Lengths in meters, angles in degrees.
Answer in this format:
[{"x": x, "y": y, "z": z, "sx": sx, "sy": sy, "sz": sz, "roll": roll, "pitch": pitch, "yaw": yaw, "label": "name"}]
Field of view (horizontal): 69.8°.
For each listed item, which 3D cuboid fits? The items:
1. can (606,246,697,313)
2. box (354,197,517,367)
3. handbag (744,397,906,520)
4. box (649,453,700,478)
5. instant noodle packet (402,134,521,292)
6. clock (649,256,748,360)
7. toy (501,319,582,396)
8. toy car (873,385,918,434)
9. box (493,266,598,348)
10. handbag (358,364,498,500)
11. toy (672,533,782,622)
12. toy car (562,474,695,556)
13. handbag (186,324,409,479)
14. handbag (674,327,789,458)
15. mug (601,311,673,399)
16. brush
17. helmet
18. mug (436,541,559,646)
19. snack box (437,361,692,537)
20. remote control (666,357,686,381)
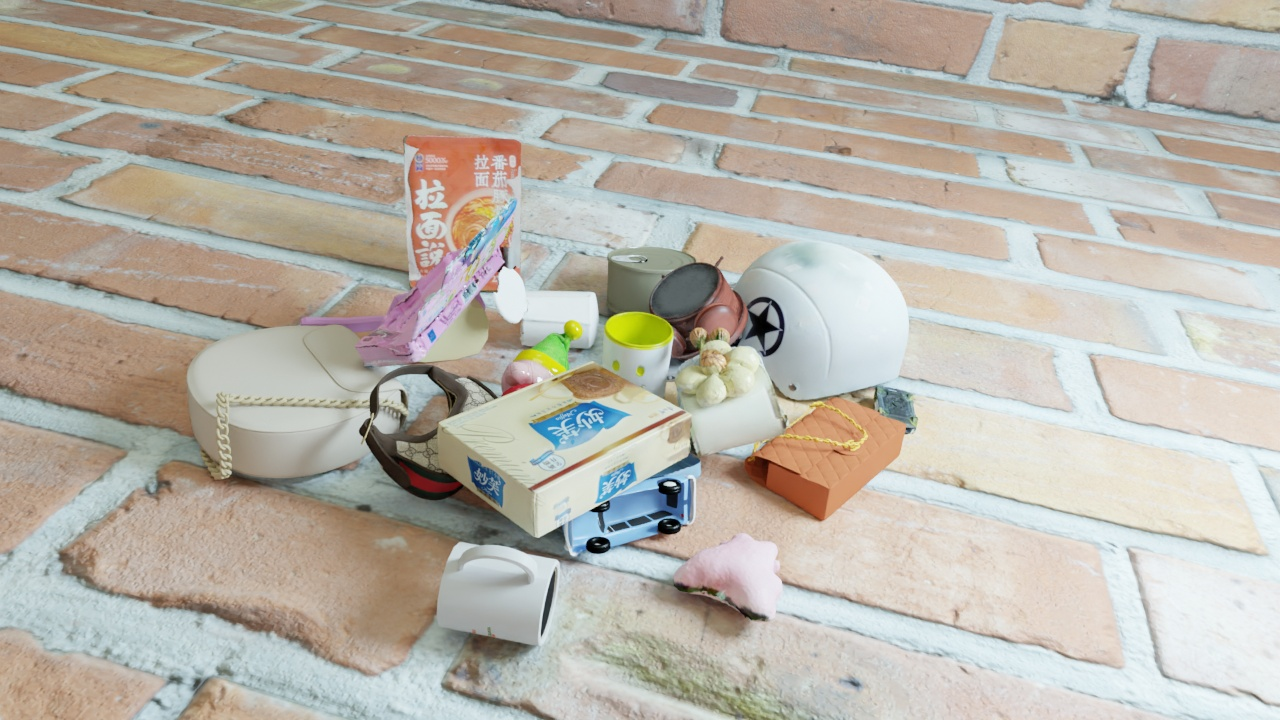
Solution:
[{"x": 0.015, "y": -0.112, "z": 1.313, "sx": 0.128, "sy": 0.073, "sz": 0.127, "roll": 3, "pitch": 21, "yaw": -1, "label": "can"}, {"x": -0.216, "y": -0.084, "z": 1.057, "sx": 0.066, "sy": 0.159, "sz": 0.229, "roll": 47, "pitch": 38, "yaw": -15, "label": "box"}, {"x": 0.213, "y": 0.098, "z": 1.049, "sx": 0.109, "sy": 0.060, "sz": 0.171, "roll": 25, "pitch": 36, "yaw": 34, "label": "handbag"}, {"x": -0.044, "y": 0.113, "z": 0.993, "sx": 0.209, "sy": 0.049, "sz": 0.120, "roll": -13, "pitch": 50, "yaw": -27, "label": "box"}, {"x": -0.252, "y": -0.215, "z": 1.316, "sx": 0.164, "sy": 0.221, "sz": 0.083, "roll": 2, "pitch": 31, "yaw": -7, "label": "instant noodle packet"}, {"x": 0.069, "y": -0.056, "z": 1.167, "sx": 0.121, "sy": 0.072, "sz": 0.157, "roll": -16, "pitch": 42, "yaw": 23, "label": "clock"}, {"x": -0.105, "y": 0.023, "z": 1.057, "sx": 0.097, "sy": 0.124, "sz": 0.131, "roll": -19, "pitch": 44, "yaw": 15, "label": "toy"}, {"x": 0.314, "y": 0.065, "z": 1.137, "sx": 0.048, "sy": 0.033, "sz": 0.105, "roll": 14, "pitch": 25, "yaw": 5, "label": "toy car"}, {"x": -0.121, "y": -0.067, "z": 1.188, "sx": 0.136, "sy": 0.144, "sz": 0.083, "roll": 1, "pitch": 75, "yaw": -4, "label": "box"}, {"x": -0.223, "y": 0.069, "z": 0.966, "sx": 0.138, "sy": 0.063, "sz": 0.166, "roll": 39, "pitch": 36, "yaw": -3, "label": "handbag"}, {"x": 0.091, "y": 0.200, "z": 0.869, "sx": 0.102, "sy": 0.050, "sz": 0.093, "roll": 17, "pitch": 37, "yaw": 23, "label": "toy"}, {"x": -0.013, "y": 0.151, "z": 0.921, "sx": 0.153, "sy": 0.056, "sz": 0.055, "roll": -8, "pitch": 16, "yaw": -31, "label": "toy car"}, {"x": -0.381, "y": 0.034, "z": 1.009, "sx": 0.208, "sy": 0.103, "sz": 0.211, "roll": -16, "pitch": 39, "yaw": -37, "label": "handbag"}, {"x": 0.092, "y": 0.026, "z": 1.039, "sx": 0.112, "sy": 0.123, "sz": 0.171, "roll": -16, "pitch": 22, "yaw": 4, "label": "handbag"}, {"x": -0.007, "y": 0.006, "z": 1.110, "sx": 0.082, "sy": 0.106, "sz": 0.082, "roll": 5, "pitch": 32, "yaw": -3, "label": "mug"}, {"x": -0.302, "y": -0.041, "z": 1.145, "sx": 0.228, "sy": 0.089, "sz": 0.043, "roll": -6, "pitch": 39, "yaw": -25, "label": "brush"}, {"x": 0.235, "y": -0.077, "z": 1.232, "sx": 0.236, "sy": 0.164, "sz": 0.264, "roll": -9, "pitch": 34, "yaw": -25, "label": "helmet"}, {"x": -0.122, "y": 0.194, "z": 0.793, "sx": 0.089, "sy": 0.105, "sz": 0.073, "roll": 9, "pitch": 45, "yaw": 5, "label": "mug"}, {"x": -0.073, "y": 0.079, "z": 0.913, "sx": 0.206, "sy": 0.055, "sz": 0.153, "roll": -23, "pitch": 37, "yaw": -39, "label": "snack box"}, {"x": 0.027, "y": -0.020, "z": 1.240, "sx": 0.074, "sy": 0.019, "sz": 0.151, "roll": 0, "pitch": 32, "yaw": -10, "label": "remote control"}]
